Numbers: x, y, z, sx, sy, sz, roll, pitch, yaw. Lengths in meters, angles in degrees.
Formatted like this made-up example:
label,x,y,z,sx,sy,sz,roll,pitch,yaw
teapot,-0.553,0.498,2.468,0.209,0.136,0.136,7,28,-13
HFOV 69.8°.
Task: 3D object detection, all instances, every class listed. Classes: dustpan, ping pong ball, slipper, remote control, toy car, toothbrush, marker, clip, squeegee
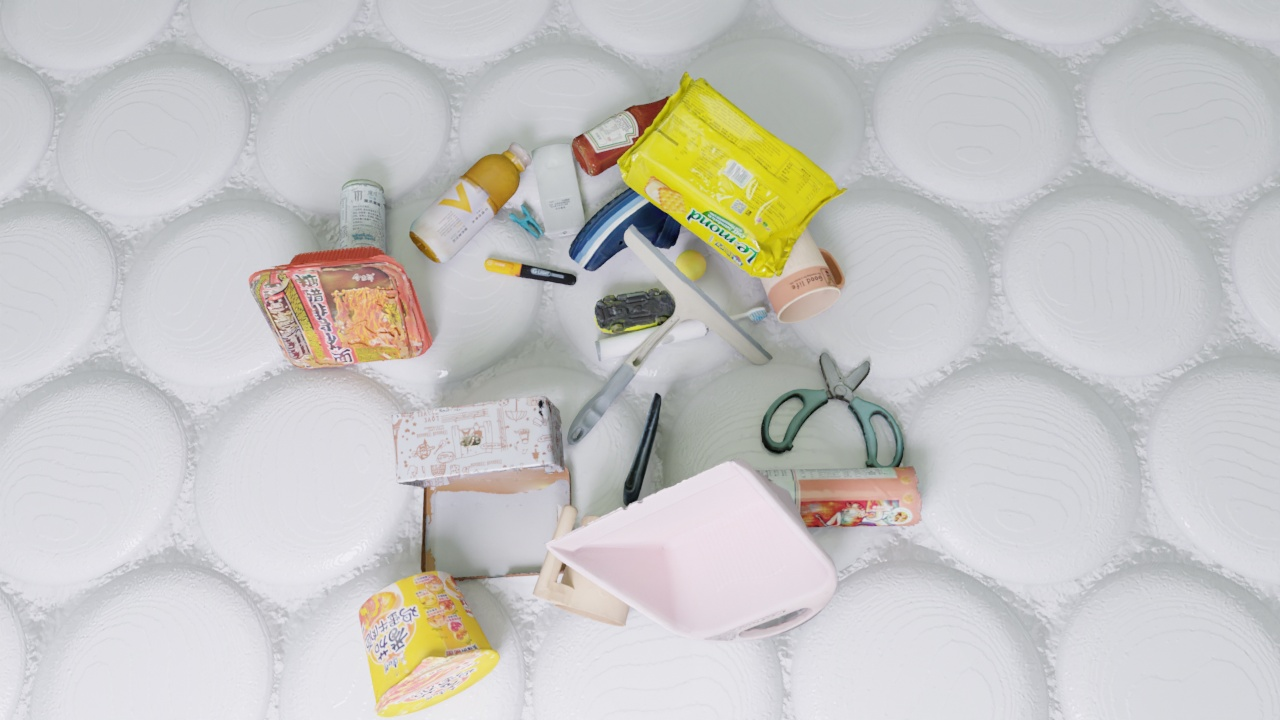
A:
label,x,y,z,sx,sy,sz,roll,pitch,yaw
dustpan,0.079,0.214,0.932,0.223,0.273,0.138,-29,66,25
ping pong ball,0.064,-0.122,1.177,0.040,0.040,0.040,-1,70,2
slipper,0.020,-0.190,1.179,0.252,0.105,0.095,-39,93,-9
remote control,-0.110,-0.230,1.235,0.056,0.019,0.135,-12,70,-2
toy car,-0.007,-0.060,1.163,0.105,0.032,0.048,-10,69,-14
toothbrush,0.052,-0.037,1.155,0.221,0.027,0.026,-14,51,-3
marker,-0.144,-0.116,1.198,0.124,0.015,0.018,11,75,5
clip,-0.149,-0.184,1.224,0.049,0.015,0.057,-38,74,-13
squeegee,-0.007,0.007,1.122,0.246,0.039,0.246,41,92,-19

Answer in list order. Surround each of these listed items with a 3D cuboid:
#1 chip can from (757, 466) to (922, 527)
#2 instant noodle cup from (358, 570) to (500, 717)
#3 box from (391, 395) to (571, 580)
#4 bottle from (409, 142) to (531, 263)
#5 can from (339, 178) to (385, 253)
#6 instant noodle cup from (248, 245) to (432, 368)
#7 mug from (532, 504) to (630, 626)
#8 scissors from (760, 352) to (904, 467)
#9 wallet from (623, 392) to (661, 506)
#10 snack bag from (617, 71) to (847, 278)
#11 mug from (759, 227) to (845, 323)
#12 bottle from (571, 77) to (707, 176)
label,x,y,z,sx,sy,sz,roll,pitch,yaw
chip can,0.207,0.157,1.053,0.215,0.071,0.071,-2,70,1
instant noodle cup,-0.235,0.301,0.992,0.138,0.138,0.109,-26,63,-7
box,-0.175,0.154,1.035,0.183,0.157,0.193,-7,77,2
bottle,-0.219,-0.211,1.208,0.068,0.068,0.189,38,76,15
can,-0.363,-0.161,1.201,0.058,0.058,0.146,-6,69,0
instant noodle cup,-0.360,-0.071,1.127,0.189,0.165,0.079,-5,46,0
mug,-0.056,0.227,1.018,0.084,0.124,0.103,-5,60,46
scissors,0.226,0.077,1.110,0.178,0.019,0.170,-21,72,-4
wallet,0.003,0.105,1.067,0.019,0.097,0.120,16,72,3
snack bag,0.106,-0.222,1.100,0.246,0.068,0.157,37,77,6
mug,0.203,-0.114,1.154,0.114,0.082,0.105,-9,66,-29
bottle,0.005,-0.321,1.243,0.206,0.060,0.059,-31,72,-9
